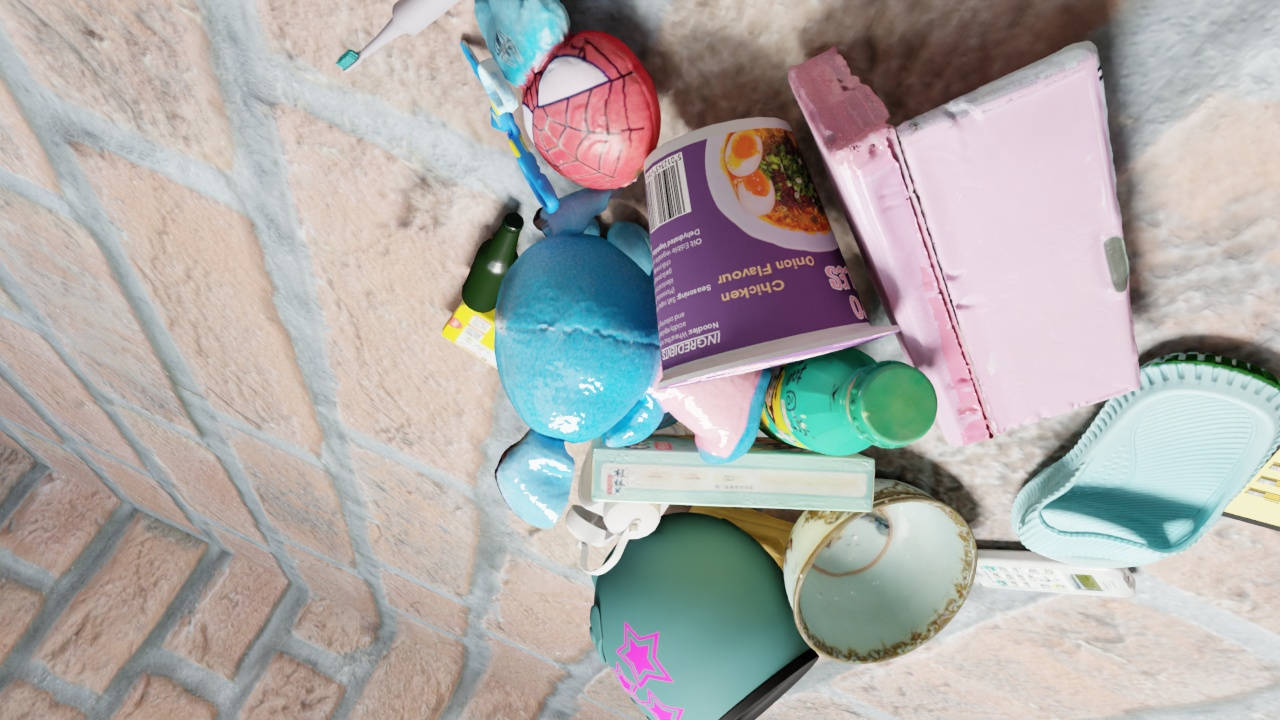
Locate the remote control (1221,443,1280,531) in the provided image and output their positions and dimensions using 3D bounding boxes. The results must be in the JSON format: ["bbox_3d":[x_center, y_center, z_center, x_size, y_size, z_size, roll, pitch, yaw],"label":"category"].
[{"bbox_3d":[0.405,0.068,0.554,0.058,0.013,0.133,15,149,19],"label":"remote control"}]

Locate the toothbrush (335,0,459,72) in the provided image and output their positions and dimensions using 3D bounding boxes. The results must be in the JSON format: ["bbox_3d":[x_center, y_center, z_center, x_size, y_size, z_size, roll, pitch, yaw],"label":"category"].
[{"bbox_3d":[-0.104,-0.196,0.483,0.188,0.018,0.019,-19,151,37],"label":"toothbrush"}]

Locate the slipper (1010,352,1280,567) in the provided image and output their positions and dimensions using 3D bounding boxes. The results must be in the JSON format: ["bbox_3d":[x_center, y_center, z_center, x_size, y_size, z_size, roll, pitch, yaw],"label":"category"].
[{"bbox_3d":[0.324,0.092,0.603,0.116,0.069,0.277,15,148,12],"label":"slipper"}]

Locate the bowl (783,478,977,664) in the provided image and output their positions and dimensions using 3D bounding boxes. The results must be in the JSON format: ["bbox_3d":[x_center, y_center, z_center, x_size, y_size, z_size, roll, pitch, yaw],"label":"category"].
[{"bbox_3d":[0.186,0.161,0.769,0.160,0.160,0.094,41,-172,-26],"label":"bowl"}]

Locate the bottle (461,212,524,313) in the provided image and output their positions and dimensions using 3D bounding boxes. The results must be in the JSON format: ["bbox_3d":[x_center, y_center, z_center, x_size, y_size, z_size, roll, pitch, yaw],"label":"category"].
[{"bbox_3d":[-0.111,-0.076,0.704,0.033,0.033,0.123,30,150,-7],"label":"bottle"}]

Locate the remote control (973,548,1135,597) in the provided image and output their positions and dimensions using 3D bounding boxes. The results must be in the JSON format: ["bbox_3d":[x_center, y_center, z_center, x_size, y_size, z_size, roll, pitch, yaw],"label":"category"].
[{"bbox_3d":[0.337,0.174,0.767,0.134,0.022,0.050,-9,136,45],"label":"remote control"}]

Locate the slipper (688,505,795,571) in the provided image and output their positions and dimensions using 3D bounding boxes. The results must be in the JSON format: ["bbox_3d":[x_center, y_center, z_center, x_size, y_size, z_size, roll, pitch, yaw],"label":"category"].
[{"bbox_3d":[0.162,0.216,0.916,0.263,0.078,0.100,18,150,18],"label":"slipper"}]

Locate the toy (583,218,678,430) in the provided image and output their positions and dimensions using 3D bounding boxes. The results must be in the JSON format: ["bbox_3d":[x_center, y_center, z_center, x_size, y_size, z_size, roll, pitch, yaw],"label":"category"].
[{"bbox_3d":[-0.020,-0.016,0.666,0.183,0.114,0.181,10,135,19],"label":"toy"}]

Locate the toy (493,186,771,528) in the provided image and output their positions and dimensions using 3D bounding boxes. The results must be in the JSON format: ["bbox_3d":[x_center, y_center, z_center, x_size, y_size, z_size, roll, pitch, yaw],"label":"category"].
[{"bbox_3d":[-0.003,0.003,0.575,0.191,0.224,0.099,12,177,-21],"label":"toy"}]

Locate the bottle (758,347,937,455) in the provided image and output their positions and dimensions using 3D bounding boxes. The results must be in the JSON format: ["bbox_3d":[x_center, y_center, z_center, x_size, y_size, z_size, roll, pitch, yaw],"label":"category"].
[{"bbox_3d":[0.121,0.025,0.570,0.068,0.068,0.210,28,176,-5],"label":"bottle"}]

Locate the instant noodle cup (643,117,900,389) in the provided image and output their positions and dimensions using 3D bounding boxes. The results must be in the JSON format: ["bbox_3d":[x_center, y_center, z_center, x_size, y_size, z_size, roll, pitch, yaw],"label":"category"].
[{"bbox_3d":[0.060,-0.059,0.488,0.137,0.122,0.121,-17,175,44],"label":"instant noodle cup"}]

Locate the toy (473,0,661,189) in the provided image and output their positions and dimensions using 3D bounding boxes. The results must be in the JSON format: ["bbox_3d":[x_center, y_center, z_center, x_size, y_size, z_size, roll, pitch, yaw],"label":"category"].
[{"bbox_3d":[-0.042,-0.152,0.503,0.133,0.062,0.092,46,146,-14],"label":"toy"}]

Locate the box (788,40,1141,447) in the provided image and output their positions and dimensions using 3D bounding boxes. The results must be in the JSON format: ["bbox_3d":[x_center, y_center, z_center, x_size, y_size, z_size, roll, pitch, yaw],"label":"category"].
[{"bbox_3d":[0.177,-0.064,0.479,0.116,0.106,0.233,-25,130,12],"label":"box"}]

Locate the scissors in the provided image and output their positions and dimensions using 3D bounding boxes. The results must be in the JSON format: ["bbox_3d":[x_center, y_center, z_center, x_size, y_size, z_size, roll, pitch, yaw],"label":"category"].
[{"bbox_3d":[-0.080,-0.141,0.521,0.125,0.016,0.123,59,169,20],"label":"scissors"}]

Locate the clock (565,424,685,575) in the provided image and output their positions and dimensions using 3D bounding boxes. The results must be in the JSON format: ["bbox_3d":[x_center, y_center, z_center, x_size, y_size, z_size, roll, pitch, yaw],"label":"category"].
[{"bbox_3d":[-0.013,0.114,0.810,0.061,0.159,0.120,27,152,-21],"label":"clock"}]

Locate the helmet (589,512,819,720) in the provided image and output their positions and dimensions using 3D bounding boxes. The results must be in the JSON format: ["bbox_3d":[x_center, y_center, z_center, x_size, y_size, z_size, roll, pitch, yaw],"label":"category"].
[{"bbox_3d":[0.042,0.248,0.863,0.200,0.176,0.275,51,158,23],"label":"helmet"}]

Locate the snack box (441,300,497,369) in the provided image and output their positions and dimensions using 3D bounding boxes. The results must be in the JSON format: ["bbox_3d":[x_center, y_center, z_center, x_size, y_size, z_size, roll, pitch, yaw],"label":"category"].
[{"bbox_3d":[-0.098,-0.005,0.814,0.152,0.025,0.075,32,150,-12],"label":"snack box"}]

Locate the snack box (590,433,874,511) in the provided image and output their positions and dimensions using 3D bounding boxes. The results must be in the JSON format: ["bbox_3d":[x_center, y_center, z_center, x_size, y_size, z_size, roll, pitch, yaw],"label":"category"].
[{"bbox_3d":[0.059,0.081,0.686,0.193,0.044,0.141,3,180,-3],"label":"snack box"}]
